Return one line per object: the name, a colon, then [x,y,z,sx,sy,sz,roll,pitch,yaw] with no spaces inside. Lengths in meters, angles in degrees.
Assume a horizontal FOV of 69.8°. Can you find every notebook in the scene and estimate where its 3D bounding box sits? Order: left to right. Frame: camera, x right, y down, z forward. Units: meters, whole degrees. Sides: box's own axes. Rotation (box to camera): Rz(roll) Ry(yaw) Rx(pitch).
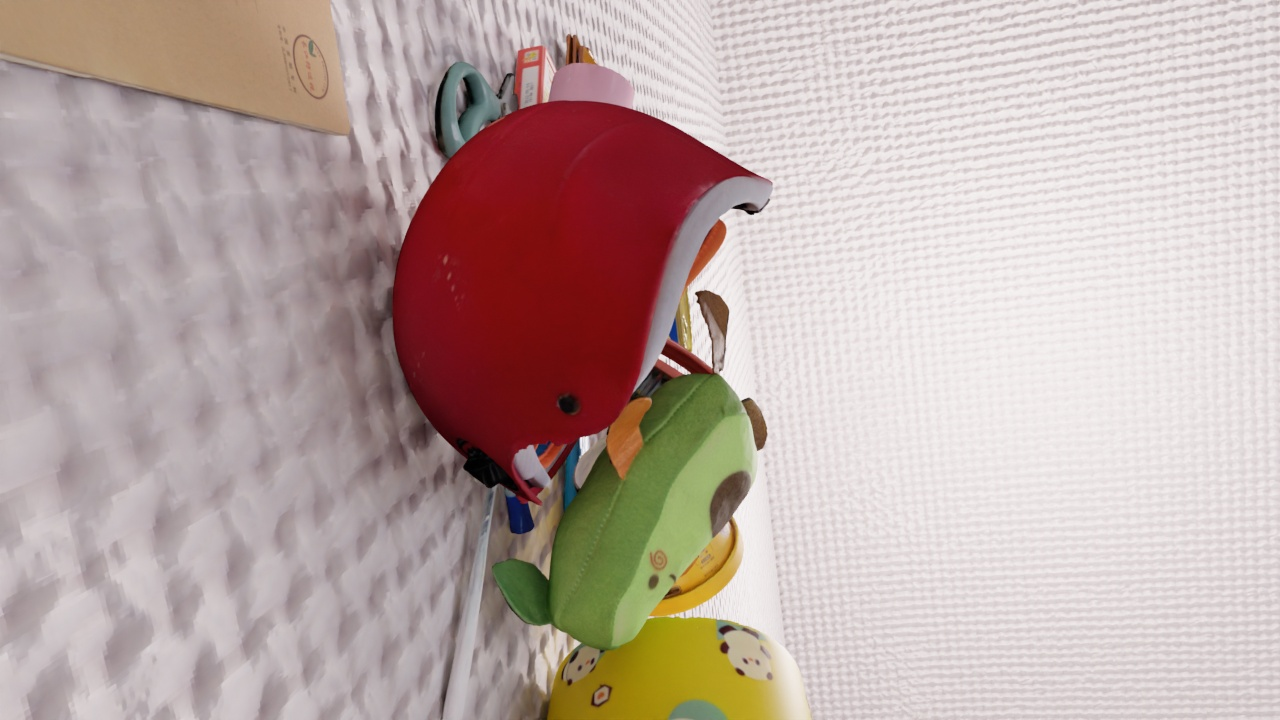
notebook: [-0.172,-0.169,0.339,0.207,0.008,0.148,-32,116,-77]

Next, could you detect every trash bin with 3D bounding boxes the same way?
trash bin: [0.026,0.319,0.569,0.254,0.230,0.230,-91,169,-51]

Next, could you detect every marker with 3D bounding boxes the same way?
marker: [-0.091,0.045,0.604,0.016,0.017,0.146,-58,140,-71]

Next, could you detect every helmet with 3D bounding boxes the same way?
helmet: [-0.053,-0.037,0.490,0.206,0.144,0.241,-57,-178,-34]

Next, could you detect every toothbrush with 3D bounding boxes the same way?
toothbrush: [-0.099,0.131,0.532,0.016,0.016,0.179,63,26,-55]

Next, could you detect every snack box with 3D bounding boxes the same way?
snack box: [-0.070,-0.185,0.789,0.156,0.027,0.077,63,25,-60]

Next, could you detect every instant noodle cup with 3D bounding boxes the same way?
instant noodle cup: [0.009,0.121,0.731,0.118,0.119,0.114,-77,148,-57]

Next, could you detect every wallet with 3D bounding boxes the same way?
wallet: [-0.048,-0.249,0.911,0.130,0.035,0.119,49,37,-73]

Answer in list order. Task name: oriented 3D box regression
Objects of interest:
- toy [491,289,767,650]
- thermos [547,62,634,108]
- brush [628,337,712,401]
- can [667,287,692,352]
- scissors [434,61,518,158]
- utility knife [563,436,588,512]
toy: [0.016,0.084,0.602,0.246,0.090,0.227,-54,146,-26]
thermos: [-0.042,-0.117,0.687,0.067,0.087,0.198,134,-34,-70]
brush: [-0.005,0.004,0.758,0.069,0.146,0.063,-57,177,-30]
can: [0.006,-0.054,0.957,0.057,0.083,0.102,-23,107,-77]
scissors: [-0.102,-0.149,0.647,0.179,0.019,0.144,-75,156,-63]
utility knife: [-0.053,0.069,0.767,0.034,0.018,0.217,51,36,-65]
